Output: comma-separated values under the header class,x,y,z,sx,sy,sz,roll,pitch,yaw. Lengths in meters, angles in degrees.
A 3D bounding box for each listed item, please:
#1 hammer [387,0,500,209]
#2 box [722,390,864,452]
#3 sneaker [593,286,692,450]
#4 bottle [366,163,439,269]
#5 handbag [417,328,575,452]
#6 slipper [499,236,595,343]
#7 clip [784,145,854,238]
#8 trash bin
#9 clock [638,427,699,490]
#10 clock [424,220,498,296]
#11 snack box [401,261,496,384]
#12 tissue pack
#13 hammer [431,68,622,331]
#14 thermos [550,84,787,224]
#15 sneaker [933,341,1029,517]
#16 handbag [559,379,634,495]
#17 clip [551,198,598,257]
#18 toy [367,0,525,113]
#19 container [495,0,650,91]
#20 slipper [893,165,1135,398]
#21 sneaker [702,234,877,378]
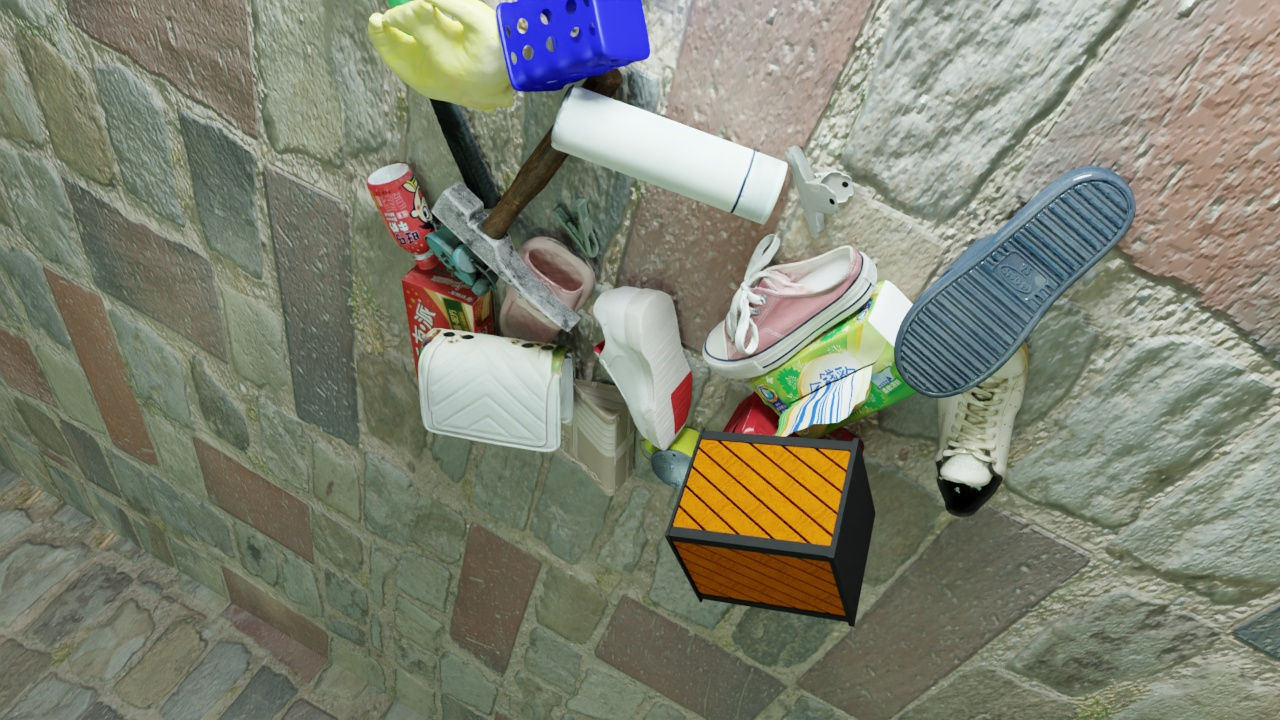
class,x,y,z,sx,sy,sz,roll,pitch,yaw
hammer,-0.230,-0.313,1.035,0.130,0.032,0.319,5,133,29
box,0.174,0.124,1.128,0.157,0.136,0.127,34,134,0
sneaker,-0.006,0.007,1.167,0.104,0.090,0.237,17,139,32
bottle,-0.299,-0.181,1.188,0.062,0.061,0.138,6,134,29
handbag,-0.191,0.031,1.230,0.198,0.096,0.142,10,121,10
slipper,-0.132,-0.080,1.182,0.107,0.055,0.222,37,141,-1
clip,0.178,-0.163,0.910,0.054,0.043,0.102,10,137,44
trash bin,0.144,0.174,0.978,0.172,0.139,0.140,2,140,25
clock,0.048,0.135,1.275,0.119,0.056,0.083,6,134,28
clock,-0.220,-0.130,1.162,0.124,0.053,0.090,36,166,30
snack box,-0.268,-0.030,1.317,0.113,0.060,0.237,21,138,14
tissue pack,0.210,0.024,0.991,0.120,0.141,0.198,39,140,-7
hammer,-0.085,-0.187,1.022,0.217,0.036,0.302,43,130,-4
thermos,0.029,-0.203,0.910,0.230,0.067,0.068,20,139,-1
sneaker,0.351,0.075,0.978,0.089,0.102,0.242,12,135,24
handbag,-0.104,0.083,1.340,0.198,0.062,0.176,26,140,22
clip,-0.071,-0.155,1.092,0.061,0.023,0.076,-4,125,38
toy,-0.191,-0.310,0.936,0.171,0.064,0.155,-1,153,38
container,-0.062,-0.311,0.869,0.114,0.084,0.084,-6,101,35
slipper,0.339,-0.078,0.862,0.101,0.082,0.264,36,121,-4
sneaker,0.138,-0.057,0.991,0.087,0.118,0.242,29,139,-26
